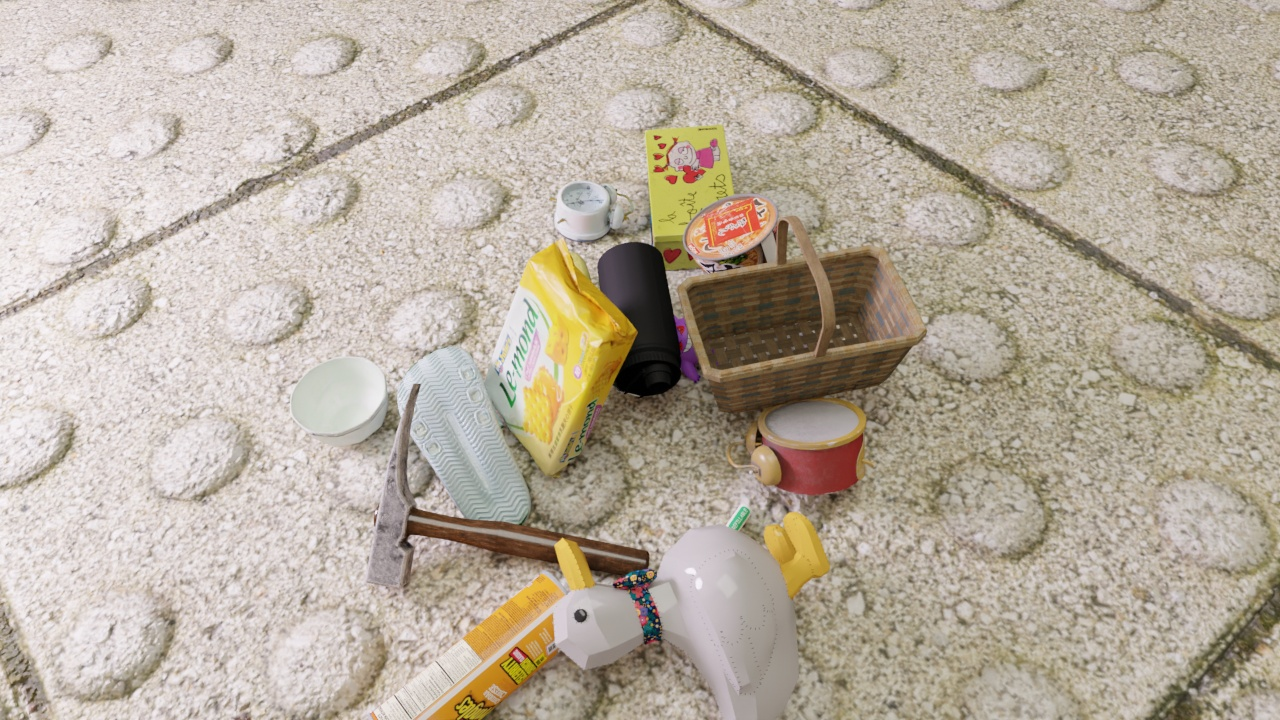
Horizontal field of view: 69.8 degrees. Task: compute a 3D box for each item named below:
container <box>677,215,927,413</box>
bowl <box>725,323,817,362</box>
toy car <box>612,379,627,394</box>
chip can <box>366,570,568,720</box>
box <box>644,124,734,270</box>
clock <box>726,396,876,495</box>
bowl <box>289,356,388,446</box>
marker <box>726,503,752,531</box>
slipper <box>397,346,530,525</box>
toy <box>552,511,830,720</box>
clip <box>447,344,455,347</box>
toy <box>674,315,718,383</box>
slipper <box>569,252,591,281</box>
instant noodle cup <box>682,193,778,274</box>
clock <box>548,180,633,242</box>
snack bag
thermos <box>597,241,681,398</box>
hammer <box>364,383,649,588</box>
[{"bbox_3d":[0.175,-0.056,1.012,0.250,0.187,0.157,-11,52,-5],"label":"container"},{"bbox_3d":[0.162,0.010,1.121,0.118,0.062,0.117,-2,52,2],"label":"bowl"},{"bbox_3d":[-0.007,0.007,1.156,0.039,0.027,0.089,17,57,10],"label":"toy car"},{"bbox_3d":[-0.157,0.305,0.906,0.214,0.075,0.075,-37,59,-22],"label":"chip can"},{"bbox_3d":[0.070,-0.232,1.303,0.124,0.082,0.220,-2,51,2],"label":"box"},{"bbox_3d":[0.177,0.104,1.029,0.159,0.081,0.117,-6,23,1],"label":"clock"},{"bbox_3d":[-0.360,0.058,1.119,0.117,0.061,0.117,-2,52,2],"label":"bowl"},{"bbox_3d":[0.078,0.215,0.998,0.017,0.017,0.145,27,59,22],"label":"marker"},{"bbox_3d":[-0.204,0.098,1.075,0.104,0.074,0.245,-27,71,-10],"label":"slipper"},{"bbox_3d":[0.055,0.245,0.893,0.267,0.141,0.246,-25,77,-17],"label":"toy"},{"bbox_3d":[-0.249,0.030,1.165,0.056,0.046,0.101,-16,52,-14],"label":"clip"},{"bbox_3d":[0.067,-0.025,1.159,0.088,0.056,0.106,6,87,5],"label":"toy"},{"bbox_3d":[-0.089,-0.070,1.183,0.091,0.081,0.190,-34,37,3],"label":"slipper"},{"bbox_3d":[0.133,-0.127,1.178,0.124,0.122,0.123,-16,42,15],"label":"instant noodle cup"},{"bbox_3d":[-0.068,-0.216,1.315,0.117,0.057,0.083,-10,52,-14],"label":"clock"},{"bbox_3d":[-0.093,0.002,1.049,0.068,0.248,0.159,-10,49,-40],"label":"snack bag"},{"bbox_3d":[0.000,-0.042,1.119,0.086,0.086,0.198,-7,56,-2],"label":"thermos"},{"bbox_3d":[-0.132,0.156,0.993,0.300,0.037,0.217,10,88,1],"label":"hammer"}]
